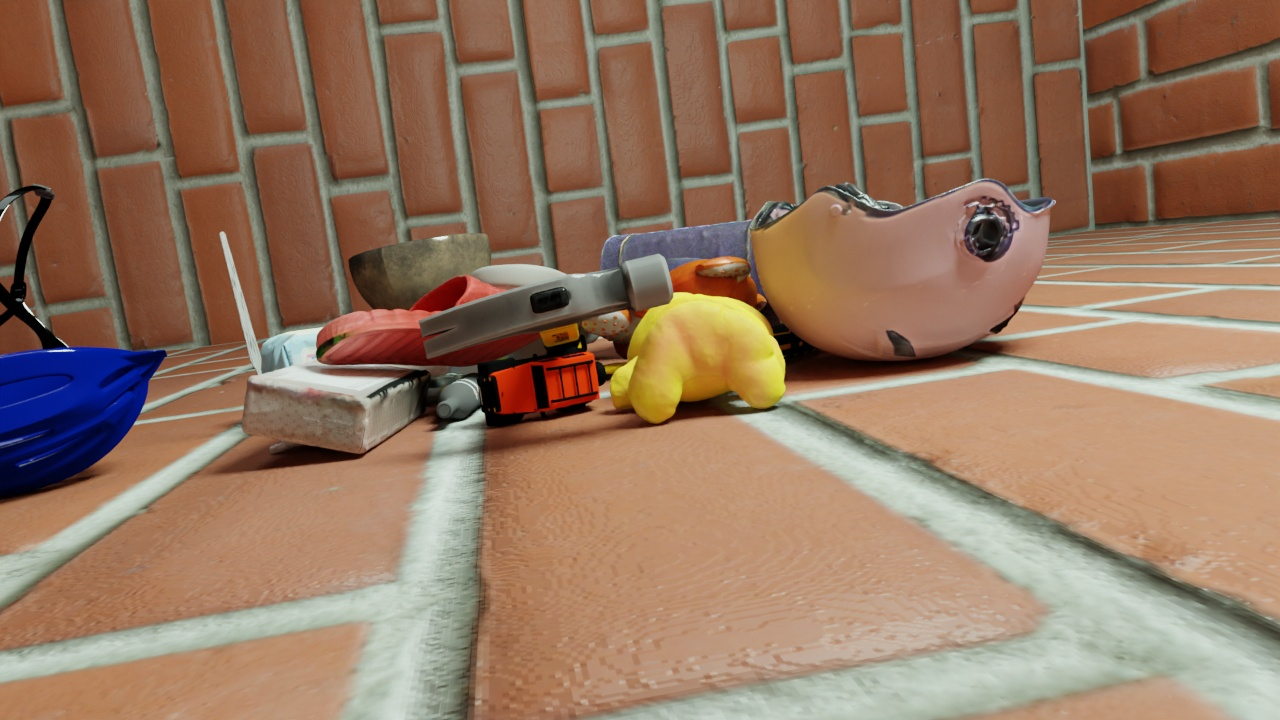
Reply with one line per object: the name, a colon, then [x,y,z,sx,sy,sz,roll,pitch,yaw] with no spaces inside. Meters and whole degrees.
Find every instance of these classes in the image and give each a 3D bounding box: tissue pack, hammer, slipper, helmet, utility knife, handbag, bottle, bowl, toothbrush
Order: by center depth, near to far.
helmet: [-0.485,-0.013,0.671,0.241,0.227,0.148,-9,-2,-25]
tissue pack: [-0.240,0.038,0.732,0.104,0.071,0.181,8,9,-1]
hammer: [-0.071,-0.024,0.743,0.170,0.034,0.324,-14,-4,-4]
bottle: [-0.152,0.032,0.775,0.030,0.030,0.113,-7,7,3]
helmet: [0.226,-0.078,0.789,0.255,0.152,0.230,-7,4,-14]
slipper: [-0.171,-0.036,0.798,0.104,0.059,0.248,-26,-13,33]
toothbrush: [-0.345,-0.024,0.812,0.010,0.181,0.010,3,18,42]
tissue pack: [-0.268,-0.002,0.888,0.181,0.070,0.112,-11,6,-30]
utility knife: [-0.005,0.005,0.902,0.218,0.019,0.030,-3,1,-4]
hammer: [0.202,-0.030,0.935,0.123,0.036,0.319,0,8,44]
slipper: [-0.102,-0.032,0.986,0.113,0.080,0.266,1,-10,9]
handbag: [0.077,-0.091,1.059,0.205,0.125,0.221,-3,-4,25]
bowl: [-0.250,-0.097,1.067,0.162,0.070,0.162,-11,4,1]

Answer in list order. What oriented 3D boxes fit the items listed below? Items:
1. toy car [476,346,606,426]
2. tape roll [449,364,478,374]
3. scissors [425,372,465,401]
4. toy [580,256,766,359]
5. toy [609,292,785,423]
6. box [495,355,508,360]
toy car: [-0.077,0.019,0.721,0.100,0.051,0.049,-11,6,-30]
tape roll: [-0.180,0.008,0.984,0.093,0.013,0.093,8,0,0]
scissors: [-0.229,0.027,0.968,0.134,0.016,0.228,-9,5,-2]
toy: [0.036,-0.048,0.920,0.173,0.092,0.163,-13,-20,16]
toy: [0.040,-0.011,0.715,0.134,0.087,0.193,-10,7,6]
box: [-0.244,-0.024,1.103,0.221,0.082,0.124,-12,3,7]
